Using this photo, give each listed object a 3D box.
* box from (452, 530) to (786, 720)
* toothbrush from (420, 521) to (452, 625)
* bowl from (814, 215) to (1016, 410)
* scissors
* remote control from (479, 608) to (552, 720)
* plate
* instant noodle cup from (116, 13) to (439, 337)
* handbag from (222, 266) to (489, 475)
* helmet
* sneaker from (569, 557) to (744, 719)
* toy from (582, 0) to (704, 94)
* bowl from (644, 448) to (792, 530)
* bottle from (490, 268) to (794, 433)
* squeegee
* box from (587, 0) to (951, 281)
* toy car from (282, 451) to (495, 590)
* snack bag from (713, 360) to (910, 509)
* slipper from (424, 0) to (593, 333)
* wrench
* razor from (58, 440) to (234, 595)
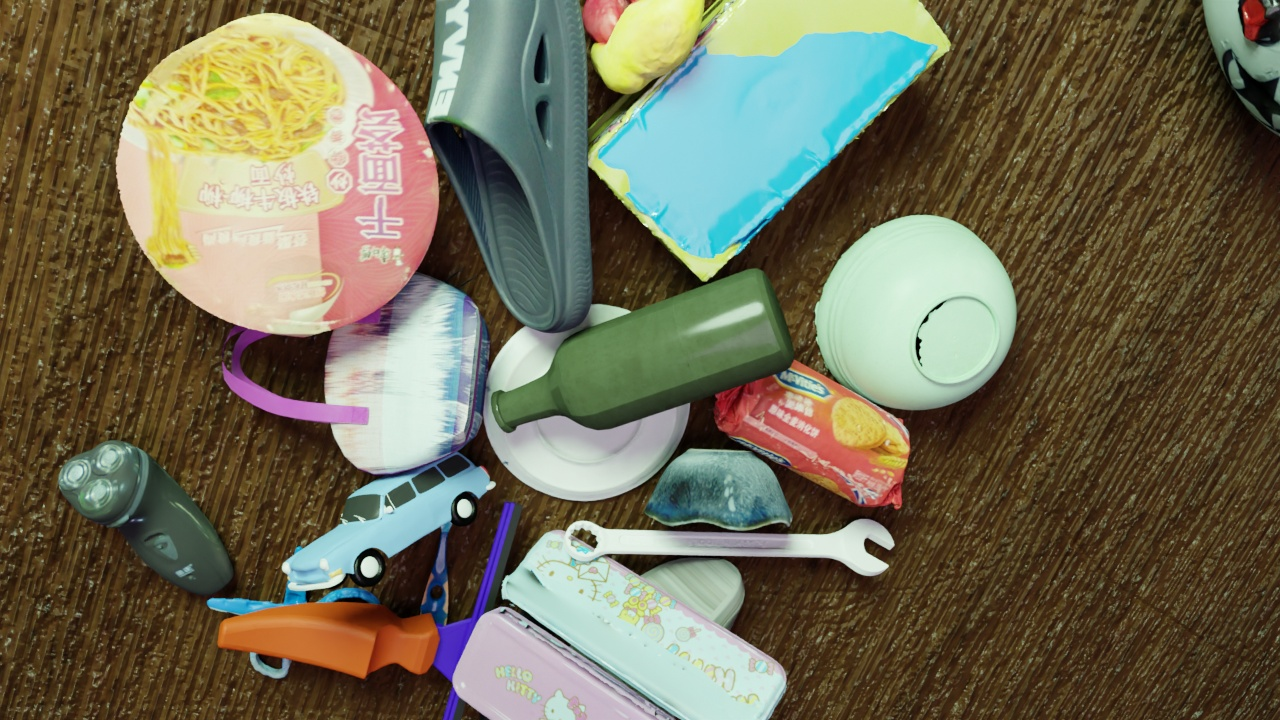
[{"bbox_3d":[-0.019,0.225,0.652,0.214,0.051,0.148,27,74,21],"label":"box"},{"bbox_3d":[-0.156,0.171,0.706,0.021,0.017,0.135,9,107,-8],"label":"toothbrush"},{"bbox_3d":[0.213,-0.026,0.674,0.151,0.077,0.151,-3,109,-10],"label":"bowl"},{"bbox_3d":[-0.261,0.193,0.693,0.125,0.014,0.130,16,108,-23],"label":"scissors"},{"bbox_3d":[-0.095,0.242,0.742,0.032,0.015,0.136,18,105,-15],"label":"remote control"},{"bbox_3d":[-0.038,0.035,0.682,0.157,0.014,0.157,-3,108,-9],"label":"plate"},{"bbox_3d":[-0.214,-0.112,0.569,0.178,0.077,0.179,-3,108,-9],"label":"instant noodle cup"},{"bbox_3d":[-0.192,0.003,0.617,0.170,0.068,0.144,5,82,-1],"label":"handbag"},{"bbox_3d":[0.473,-0.260,0.595,0.236,0.163,0.264,-38,104,-1],"label":"helmet"},{"bbox_3d":[-0.001,0.257,0.723,0.236,0.099,0.089,-41,126,-5],"label":"sneaker"},{"bbox_3d":[0.000,-0.227,0.561,0.067,0.106,0.137,14,74,-41],"label":"toy"},{"bbox_3d":[0.059,0.094,0.683,0.110,0.110,0.055,3,85,-11],"label":"bowl"},{"bbox_3d":[-0.004,0.004,0.622,0.207,0.071,0.071,-19,112,14],"label":"bottle"},{"bbox_3d":[-0.209,0.204,0.674,0.184,0.055,0.250,12,101,-27],"label":"squeegee"},{"bbox_3d":[0.073,-0.170,0.601,0.124,0.082,0.221,42,100,-19],"label":"box"},{"bbox_3d":[-0.168,0.106,0.619,0.056,0.153,0.055,-14,100,39],"label":"toy car"},{"bbox_3d":[0.124,0.047,0.684,0.176,0.082,0.082,29,101,-17],"label":"snack bag"},{"bbox_3d":[-0.092,-0.135,0.558,0.083,0.111,0.268,-25,122,-36],"label":"slipper"},{"bbox_3d":[0.075,0.143,0.717,0.273,0.047,0.009,4,143,-15],"label":"wrench"},{"bbox_3d":[-0.333,0.115,0.631,0.053,0.063,0.140,-26,122,0],"label":"razor"}]
